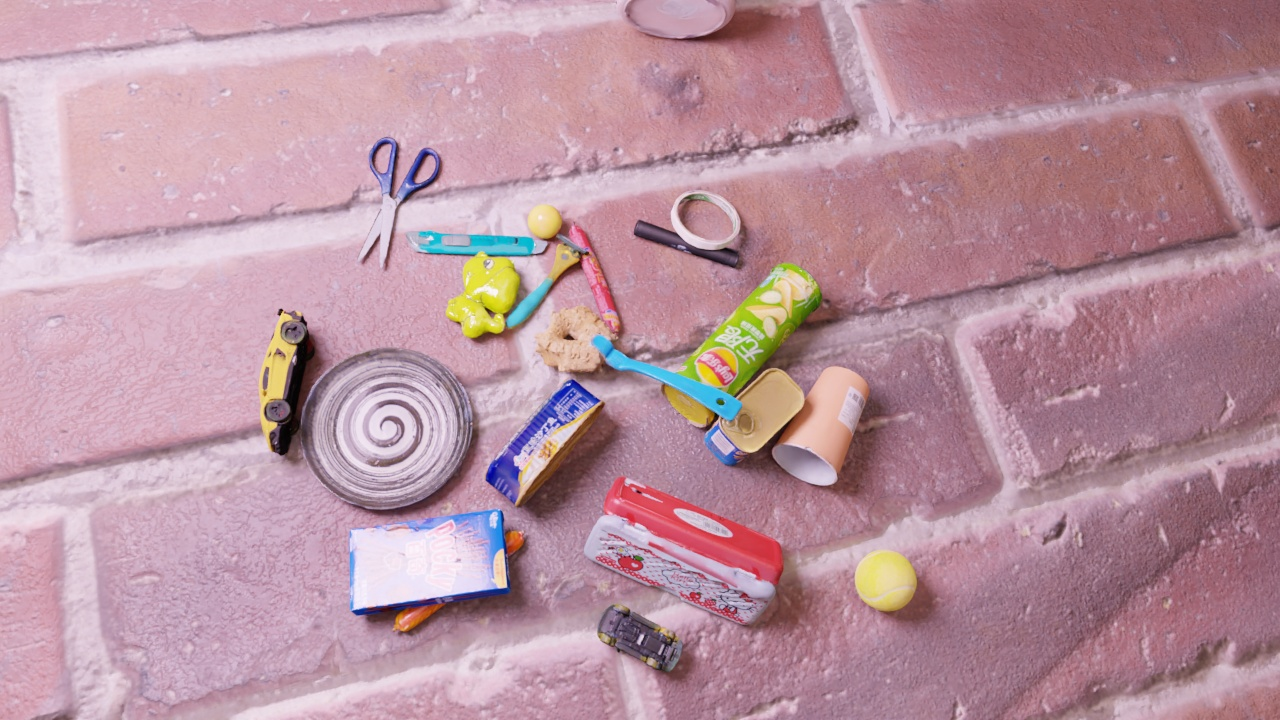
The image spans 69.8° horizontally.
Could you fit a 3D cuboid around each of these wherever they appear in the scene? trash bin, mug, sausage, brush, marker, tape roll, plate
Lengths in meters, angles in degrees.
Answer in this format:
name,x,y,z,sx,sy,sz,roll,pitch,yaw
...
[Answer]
name,x,y,z,sx,sy,sz,roll,pitch,yaw
trash bin,0.049,-0.526,1.153,0.227,0.228,0.192,4,84,-9
mug,0.211,0.071,1.045,0.078,0.078,0.122,32,65,1
sausage,-0.186,0.227,0.949,0.165,0.021,0.021,-35,81,-19
brush,-0.006,0.006,1.000,0.255,0.046,0.083,23,59,24
marker,0.056,-0.143,1.115,0.132,0.020,0.022,18,79,-4
tape roll,0.080,-0.172,1.121,0.085,0.014,0.085,8,55,-12
plate,-0.270,0.072,0.986,0.179,0.024,0.179,2,72,-7
sausage,-0.053,-0.096,1.081,0.020,0.020,0.155,-18,76,-15

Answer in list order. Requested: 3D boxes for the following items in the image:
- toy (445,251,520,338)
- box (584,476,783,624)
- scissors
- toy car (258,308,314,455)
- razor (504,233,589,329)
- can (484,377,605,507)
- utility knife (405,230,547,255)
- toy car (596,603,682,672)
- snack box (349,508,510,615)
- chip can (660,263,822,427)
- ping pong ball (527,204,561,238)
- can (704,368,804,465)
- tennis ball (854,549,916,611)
name,x,y,z,sx,sy,sz,roll,pitch,yaw
toy,-0.175,-0.075,1.045,0.100,0.031,0.096,-41,72,-11
box,0.043,0.212,0.976,0.201,0.095,0.099,23,105,-1
scissors,-0.299,-0.191,1.071,0.141,0.012,0.170,43,69,6
toy car,-0.373,0.021,0.958,0.041,0.071,0.155,6,72,-10
razor,-0.114,-0.086,1.061,0.043,0.028,0.132,34,75,9
can,-0.102,0.086,0.984,0.049,0.075,0.148,38,69,7
utility knife,-0.191,-0.137,1.073,0.164,0.013,0.029,1,75,-10
toy car,-0.002,0.289,0.953,0.091,0.036,0.043,29,70,-1
snack box,-0.214,0.204,0.932,0.157,0.026,0.084,-8,62,-5
chip can,0.121,-0.023,1.059,0.072,0.073,0.220,43,70,5
ping pong ball,-0.113,-0.164,1.081,0.040,0.040,0.040,3,71,-9
can,0.125,0.066,1.024,0.102,0.083,0.057,-41,82,-19
tennis ball,0.267,0.240,1.001,0.065,0.066,0.065,3,71,-9
